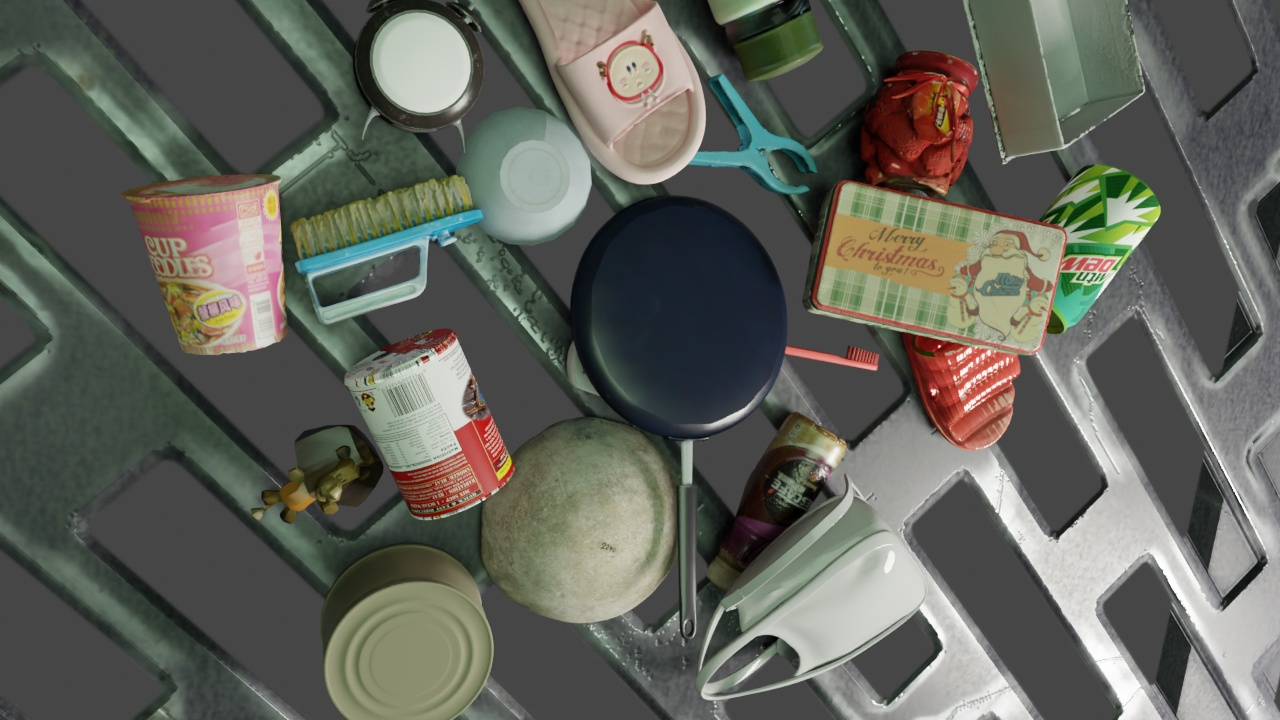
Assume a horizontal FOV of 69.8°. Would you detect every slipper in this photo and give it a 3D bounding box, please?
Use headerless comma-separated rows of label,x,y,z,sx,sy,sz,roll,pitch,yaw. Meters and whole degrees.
slipper,0.293,-0.027,0.840,0.103,0.059,0.249,-29,107,-12
slipper,-0.023,-0.241,0.691,0.106,0.056,0.221,-34,105,-11

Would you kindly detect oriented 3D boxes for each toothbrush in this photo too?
toothbrush,0.120,-0.016,0.807,0.212,0.012,0.018,10,97,-20

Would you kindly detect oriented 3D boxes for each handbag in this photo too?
handbag,0.130,0.214,0.803,0.222,0.095,0.216,-38,135,2

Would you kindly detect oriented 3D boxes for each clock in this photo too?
clock,-0.157,-0.216,0.656,0.091,0.044,0.123,3,99,-20

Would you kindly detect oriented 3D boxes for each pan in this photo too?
pan,0.038,0.042,0.735,0.198,0.021,0.356,2,85,-27

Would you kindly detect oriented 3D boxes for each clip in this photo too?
clip,0.097,-0.184,0.761,0.119,0.027,0.102,26,94,-21

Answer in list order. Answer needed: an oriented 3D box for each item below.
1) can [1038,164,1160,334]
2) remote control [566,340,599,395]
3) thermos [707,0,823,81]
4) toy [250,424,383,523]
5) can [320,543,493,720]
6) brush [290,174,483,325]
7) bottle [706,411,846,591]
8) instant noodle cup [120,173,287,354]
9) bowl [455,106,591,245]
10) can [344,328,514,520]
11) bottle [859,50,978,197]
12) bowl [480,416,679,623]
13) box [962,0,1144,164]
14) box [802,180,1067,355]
can,0.401,-0.102,0.849,0.083,0.083,0.144,40,86,-21
remote control,-0.005,0.004,0.759,0.114,0.028,0.060,8,98,-21
thermos,0.071,-0.331,0.698,0.082,0.082,0.231,-30,108,-12
toy,-0.242,0.089,0.679,0.100,0.062,0.076,-34,128,-5
can,-0.182,0.216,0.714,0.127,0.073,0.128,-4,101,-18
brush,-0.178,-0.081,0.666,0.135,0.055,0.075,-20,96,-13
bottle,0.114,0.128,0.808,0.059,0.059,0.166,32,92,-21
instant noodle cup,-0.285,-0.065,0.620,0.097,0.098,0.109,-9,110,-17
bowl,-0.084,-0.140,0.698,0.106,0.039,0.106,-4,101,-18
can,-0.155,0.046,0.684,0.086,0.087,0.116,-25,108,-13
bottle,0.234,-0.196,0.768,0.099,0.099,0.111,18,89,-21
bowl,-0.036,0.141,0.748,0.178,0.081,0.178,-4,102,-20
box,0.336,-0.364,0.743,0.165,0.099,0.369,-33,117,-32
box,0.249,-0.077,0.783,0.205,0.051,0.117,13,88,-1
